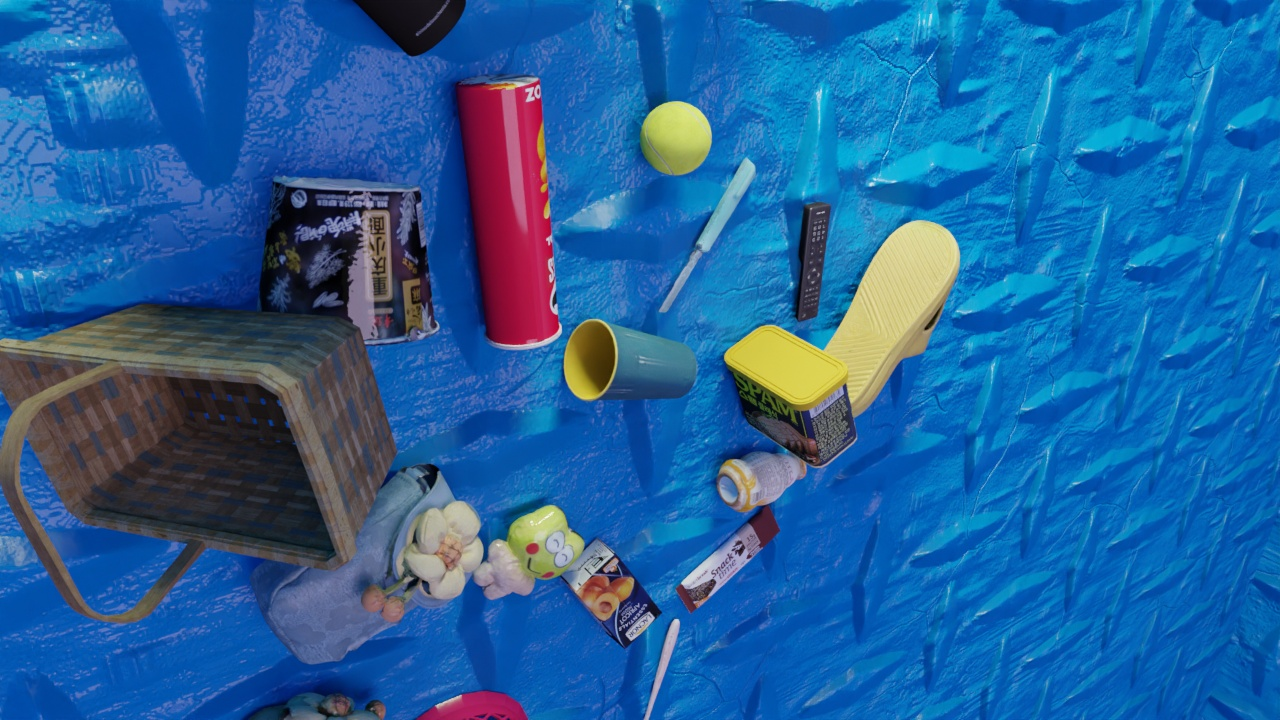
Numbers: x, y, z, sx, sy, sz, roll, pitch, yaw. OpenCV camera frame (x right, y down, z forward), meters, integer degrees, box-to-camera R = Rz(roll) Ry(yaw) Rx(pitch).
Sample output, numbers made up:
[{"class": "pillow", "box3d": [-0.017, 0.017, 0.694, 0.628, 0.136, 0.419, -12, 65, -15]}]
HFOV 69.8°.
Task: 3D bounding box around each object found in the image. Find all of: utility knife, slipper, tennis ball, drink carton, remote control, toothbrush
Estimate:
[{"class": "utility knife", "box3d": [0.069, -0.124, 0.935, 0.022, 0.016, 0.179, 31, 90, -40]}, {"class": "slipper", "box3d": [0.294, -0.039, 1.082, 0.263, 0.099, 0.078, -56, 136, -4]}, {"class": "tennis ball", "box3d": [0.032, -0.203, 0.838, 0.065, 0.065, 0.065, -16, 119, -30]}, {"class": "drink carton", "box3d": [-0.032, 0.264, 1.031, 0.064, 0.040, 0.130, -41, 129, -12]}, {"class": "remote control", "box3d": [0.191, -0.109, 1.031, 0.032, 0.015, 0.137, -16, 122, -30]}, {"class": "toothbrush", "box3d": [0.024, 0.405, 1.154, 0.015, 0.018, 0.181, 3, 109, -37]}]

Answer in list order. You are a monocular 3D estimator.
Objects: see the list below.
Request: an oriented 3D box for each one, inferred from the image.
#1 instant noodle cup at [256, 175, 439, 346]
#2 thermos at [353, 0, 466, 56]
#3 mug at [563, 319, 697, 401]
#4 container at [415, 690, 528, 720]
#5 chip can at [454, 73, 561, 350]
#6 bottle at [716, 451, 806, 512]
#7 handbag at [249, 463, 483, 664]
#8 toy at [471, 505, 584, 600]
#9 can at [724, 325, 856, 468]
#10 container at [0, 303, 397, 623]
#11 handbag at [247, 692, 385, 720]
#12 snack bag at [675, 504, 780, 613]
[{"class": "instant noodle cup", "box3d": [-0.218, -0.079, 0.684, 0.137, 0.137, 0.112, -4, 105, -35]}, {"class": "thermos", "box3d": [-0.217, -0.309, 0.611, 0.061, 0.061, 0.231, -52, 131, -5]}, {"class": "mug", "box3d": [-0.005, 0.005, 0.909, 0.121, 0.078, 0.078, 8, 106, -43]}, {"class": "container", "box3d": [-0.145, 0.485, 0.931, 0.182, 0.226, 0.183, -16, 119, -30]}, {"class": "chip can", "box3d": [-0.109, -0.123, 0.772, 0.069, 0.069, 0.221, -18, 120, -29]}, {"class": "bottle", "box3d": [0.145, 0.137, 1.083, 0.108, 0.063, 0.063, -13, 118, -30]}, {"class": "handbag", "box3d": [-0.229, 0.184, 0.800, 0.191, 0.119, 0.122, -32, 127, -27]}, {"class": "toy", "box3d": [-0.116, 0.201, 0.938, 0.115, 0.046, 0.092, -34, 130, -9]}, {"class": "can", "box3d": [0.167, 0.040, 1.007, 0.075, 0.135, 0.104, -35, 130, -18]}, {"class": "container", "box3d": [-0.302, 0.061, 0.585, 0.185, 0.250, 0.158, -56, 144, -53]}, {"class": "handbag", "box3d": [-0.283, 0.376, 0.867, 0.116, 0.113, 0.186, -58, 135, -17]}, {"class": "snack bag", "box3d": [0.111, 0.248, 1.145, 0.157, 0.013, 0.057, -39, 127, -15]}]
